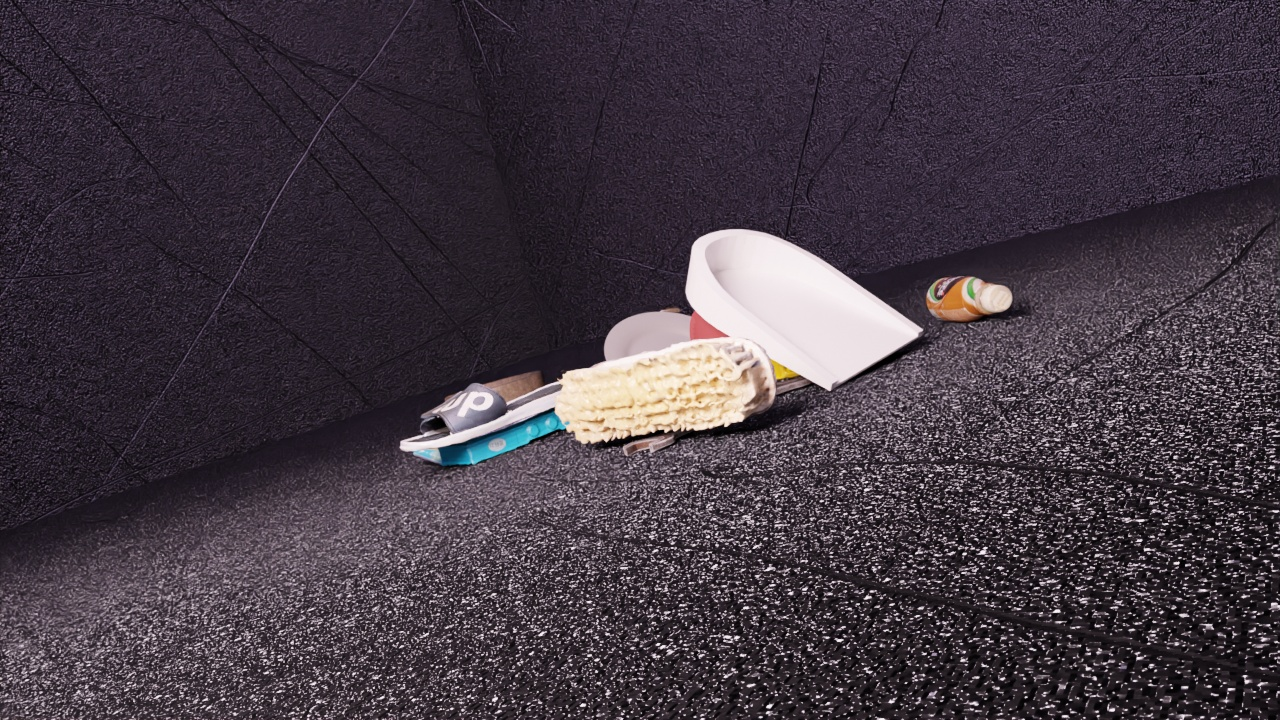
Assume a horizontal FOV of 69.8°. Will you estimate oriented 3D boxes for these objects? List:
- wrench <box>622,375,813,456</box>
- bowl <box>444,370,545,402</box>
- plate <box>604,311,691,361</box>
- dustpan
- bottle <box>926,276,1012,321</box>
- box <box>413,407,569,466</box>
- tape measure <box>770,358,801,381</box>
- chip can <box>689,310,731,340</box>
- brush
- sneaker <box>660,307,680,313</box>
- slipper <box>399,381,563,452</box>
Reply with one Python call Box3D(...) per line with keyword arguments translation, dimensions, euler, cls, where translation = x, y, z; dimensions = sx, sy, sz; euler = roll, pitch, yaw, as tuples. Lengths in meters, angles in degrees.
Box3D(translation=(0.089, 0.054, 0.977), dimensions=(0.272, 0.010, 0.070), euler=(-19, 6, -41), cls="wrench")
Box3D(translation=(-0.227, 0.072, 1.478), dimensions=(0.162, 0.070, 0.162), euler=(-15, 4, 1), cls="bowl")
Box3D(translation=(0.043, -0.001, 1.148), dimensions=(0.178, 0.012, 0.178), euler=(7, 40, -6), cls="plate")
Box3D(translation=(0.173, -0.077, 1.069), dimensions=(0.258, 0.053, 0.191), euler=(31, 39, 33), cls="dustpan")
Box3D(translation=(0.421, -0.078, 1.169), dimensions=(0.059, 0.059, 0.167), euler=(-16, 5, -2), cls="bottle")
Box3D(translation=(-0.181, 0.096, 1.270), dimensions=(0.226, 0.039, 0.182), euler=(-20, 8, -37), cls="box")
Box3D(translation=(0.188, 0.002, 1.099), dimensions=(0.072, 0.042, 0.071), euler=(-18, -5, 35), cls="tape measure")
Box3D(translation=(0.171, -0.050, 1.160), dimensions=(0.212, 0.087, 0.087), euler=(-16, 4, -31), cls="chip can")
Box3D(translation=(0.017, 0.030, 0.911), dimensions=(0.056, 0.083, 0.272), euler=(-20, 6, -43), cls="brush")
Box3D(translation=(-0.007, 0.008, 1.208), dimensions=(0.095, 0.120, 0.234), euler=(-11, 9, 45), cls="sneaker")
Box3D(translation=(-0.195, 0.057, 1.182), dimensions=(0.263, 0.063, 0.111), euler=(-17, 6, -36), cls="slipper")
